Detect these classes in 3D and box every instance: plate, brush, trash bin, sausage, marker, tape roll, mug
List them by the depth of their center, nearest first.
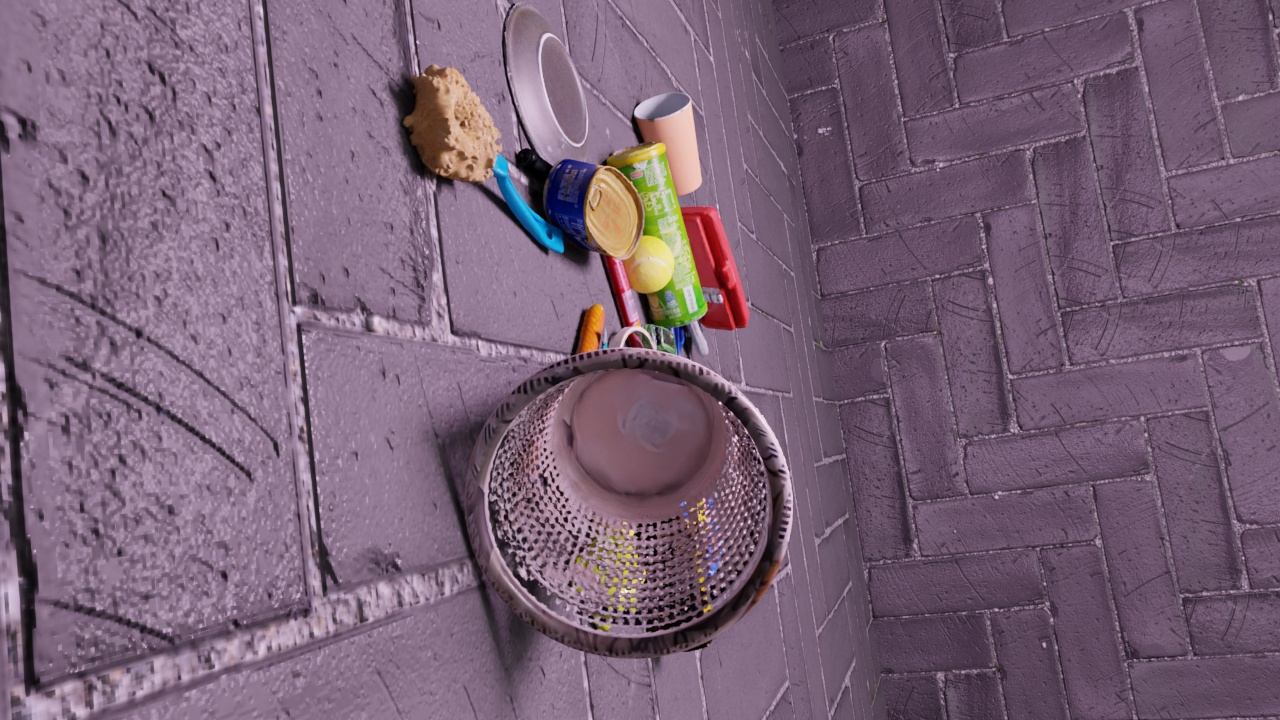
[{"bbox_3d":[-0.005,0.083,0.718,0.192,0.227,0.227,-76,153,-77],"label":"trash bin"},{"bbox_3d":[-0.116,-0.148,0.754,0.254,0.046,0.083,46,34,-66],"label":"brush"},{"bbox_3d":[-0.053,0.000,0.880,0.164,0.021,0.021,-80,153,-46],"label":"sausage"},{"bbox_3d":[-0.081,-0.175,0.889,0.020,0.022,0.132,-64,159,2],"label":"marker"},{"bbox_3d":[-0.085,-0.270,0.923,0.179,0.024,0.179,-9,90,-72],"label":"plate"},{"bbox_3d":[-0.006,0.006,1.003,0.085,0.014,0.085,14,74,-59],"label":"tape roll"},{"bbox_3d":[-0.017,-0.068,1.027,0.020,0.020,0.156,-59,137,-63],"label":"sausage"},{"bbox_3d":[0.043,-0.291,1.249,0.078,0.078,0.123,-77,156,-50],"label":"mug"}]

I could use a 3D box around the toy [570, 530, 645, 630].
[{"bbox_3d":[-0.027,0.192,0.821,0.096,0.031,0.100,-16,114,-47],"label":"toy"}]

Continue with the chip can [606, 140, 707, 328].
[{"bbox_3d":[0.022,-0.147,1.105,0.072,0.073,0.221,-59,136,-63],"label":"chip can"}]

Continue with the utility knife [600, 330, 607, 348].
[{"bbox_3d":[-0.035,0.049,0.888,0.029,0.013,0.164,50,41,-82],"label":"utility knife"}]

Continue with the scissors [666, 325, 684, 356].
[{"bbox_3d":[0.048,0.002,1.204,0.141,0.012,0.171,-56,134,-64],"label":"scissors"}]

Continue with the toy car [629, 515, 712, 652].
[{"bbox_3d":[0.035,0.228,0.946,0.041,0.071,0.156,-29,107,-69],"label":"toy car"}]

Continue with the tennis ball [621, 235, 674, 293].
[{"bbox_3d":[0.006,-0.109,1.047,0.065,0.065,0.065,-10,90,-72],"label":"tennis ball"}]

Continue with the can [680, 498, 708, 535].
[{"bbox_3d":[0.036,0.154,1.013,0.102,0.057,0.083,26,53,-68],"label":"can"}]

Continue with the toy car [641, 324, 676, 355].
[{"bbox_3d":[0.024,-0.018,1.103,0.091,0.036,0.043,34,47,-71],"label":"toy car"}]

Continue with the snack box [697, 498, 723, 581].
[{"bbox_3d":[0.068,0.187,1.140,0.084,0.026,0.157,-54,131,-65],"label":"snack box"}]

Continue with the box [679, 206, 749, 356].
[{"bbox_3d":[0.073,-0.100,1.235,0.098,0.095,0.201,-61,142,-37],"label":"box"}]

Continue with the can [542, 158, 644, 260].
[{"bbox_3d":[-0.043,-0.148,0.902,0.074,0.049,0.148,-72,160,-4],"label":"can"}]

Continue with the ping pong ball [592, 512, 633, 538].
[{"bbox_3d":[-0.025,0.153,0.853,0.040,0.040,0.040,-10,90,-72],"label":"ping pong ball"}]
